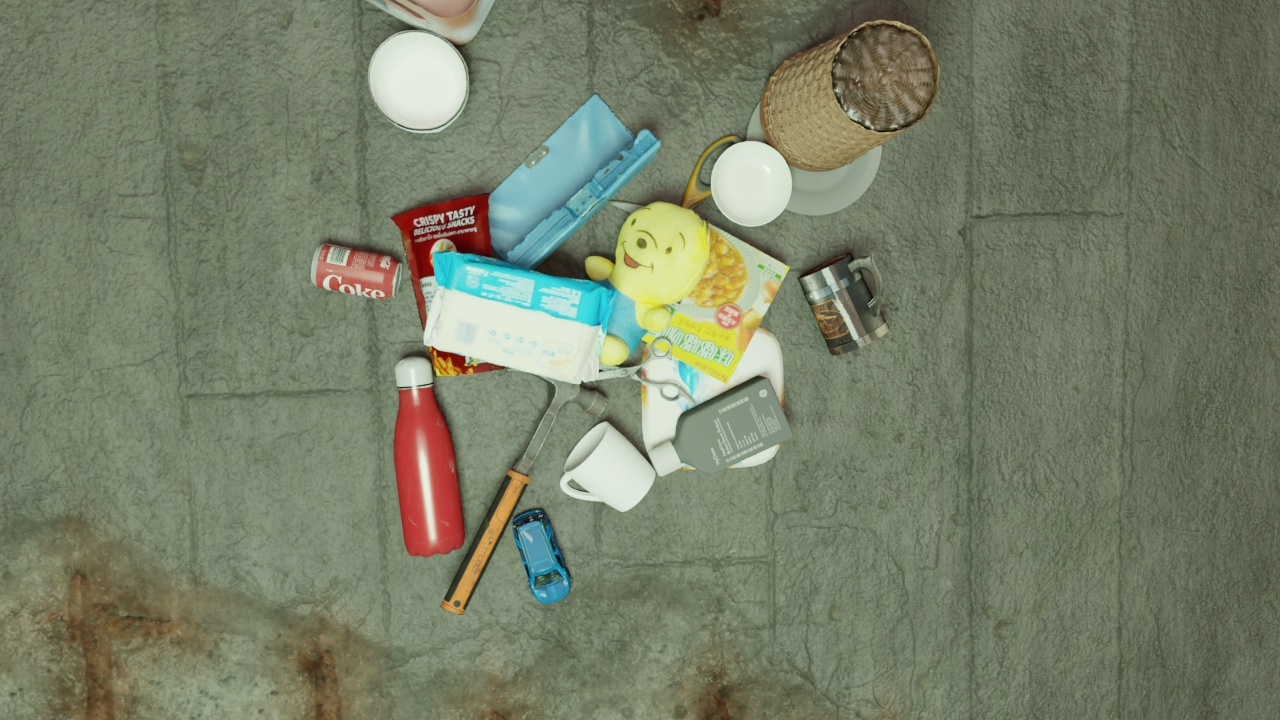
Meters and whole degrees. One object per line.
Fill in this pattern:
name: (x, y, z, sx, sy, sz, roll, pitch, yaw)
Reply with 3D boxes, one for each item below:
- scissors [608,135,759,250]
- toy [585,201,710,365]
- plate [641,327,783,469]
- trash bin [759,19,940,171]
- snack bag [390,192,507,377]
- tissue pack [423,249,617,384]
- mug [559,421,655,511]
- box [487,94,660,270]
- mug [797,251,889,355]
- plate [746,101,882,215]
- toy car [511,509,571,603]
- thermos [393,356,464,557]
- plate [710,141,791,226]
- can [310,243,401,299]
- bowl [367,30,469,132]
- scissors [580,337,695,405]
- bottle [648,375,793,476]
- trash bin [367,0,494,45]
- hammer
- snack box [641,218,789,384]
scissors: (0.074, -0.185, 1.161, 0.225, 0.016, 0.229, 20, 92, -7)
toy: (-0.002, -0.097, 1.100, 0.214, 0.084, 0.149, -51, 56, 9)
plate: (0.095, 0.048, 1.180, 0.187, 0.016, 0.187, -1, 94, -7)
trash bin: (0.235, -0.306, 1.060, 0.151, 0.210, 0.151, 0, 94, -7)
snack bag: (-0.224, -0.085, 1.092, 0.139, 0.066, 0.208, -7, 99, 29)
tissue pack: (-0.140, -0.050, 1.032, 0.209, 0.066, 0.117, 13, 98, -2)
mug: (-0.047, 0.144, 1.147, 0.087, 0.080, 0.114, 42, 119, -14)
box: (-0.097, -0.214, 1.101, 0.231, 0.094, 0.112, -44, 95, -2)
mug: (0.266, -0.075, 1.146, 0.079, 0.116, 0.107, -31, 97, -38)
plate: (0.221, -0.275, 1.174, 0.178, 0.012, 0.178, -1, 94, -7)
toy car: (-0.126, 0.249, 1.154, 0.056, 0.043, 0.120, -19, 97, -6)
thermos: (-0.262, 0.114, 1.112, 0.073, 0.073, 0.240, -7, 95, -7)
plate: (0.135, -0.218, 1.143, 0.104, 0.026, 0.104, 0, 93, -10)
can: (-0.338, -0.105, 1.096, 0.096, 0.054, 0.054, 10, 93, -8)
bowl: (-0.258, -0.323, 1.083, 0.116, 0.065, 0.116, -1, 94, -7)
scissors: (-0.012, 0.025, 1.152, 0.142, 0.014, 0.147, -29, 110, 19)
bottle: (0.095, 0.093, 1.150, 0.174, 0.046, 0.084, -25, 97, -5)
trash bin: (-0.218, -0.511, 1.029, 0.181, 0.157, 0.260, 27, 92, -9)
hammer: (-0.167, 0.152, 1.107, 0.137, 0.035, 0.314, 30, 80, -22)
snack box: (0.089, -0.074, 1.147, 0.132, 0.027, 0.168, 28, 91, -6)
